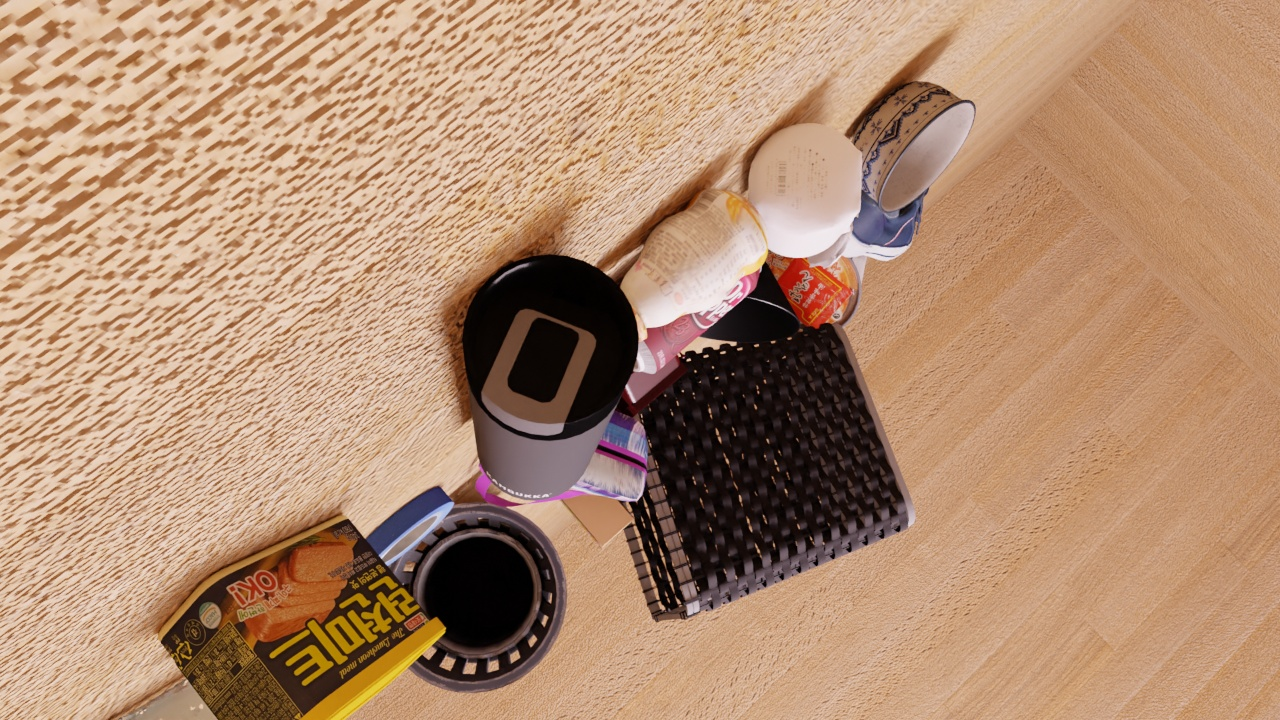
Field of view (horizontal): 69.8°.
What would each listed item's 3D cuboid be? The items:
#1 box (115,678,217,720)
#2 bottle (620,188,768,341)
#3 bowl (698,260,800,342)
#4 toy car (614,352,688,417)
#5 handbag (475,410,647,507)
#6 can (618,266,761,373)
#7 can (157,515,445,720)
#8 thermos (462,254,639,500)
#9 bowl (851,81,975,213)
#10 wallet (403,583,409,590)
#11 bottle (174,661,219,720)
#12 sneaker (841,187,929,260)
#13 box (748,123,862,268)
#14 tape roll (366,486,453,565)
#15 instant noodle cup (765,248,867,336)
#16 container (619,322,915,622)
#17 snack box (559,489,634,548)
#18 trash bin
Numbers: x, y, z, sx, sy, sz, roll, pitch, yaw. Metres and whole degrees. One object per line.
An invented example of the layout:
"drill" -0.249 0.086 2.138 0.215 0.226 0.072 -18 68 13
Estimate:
"box" -0.304 0.288 0.579 0.043 0.136 0.196 -52 169 26
"bottle" 0.028 -0.058 0.578 0.108 0.063 0.063 -41 173 -13
"bowl" 0.070 -0.058 0.747 0.124 0.124 0.052 108 -9 -75
"toy car" -0.005 0.005 0.750 0.070 0.062 0.170 -40 177 -17
"handbag" -0.081 0.091 0.773 0.170 0.144 0.068 -25 -131 47
"can" 0.026 -0.046 0.642 0.114 0.063 0.063 -40 172 -15
"can" -0.197 0.163 0.546 0.073 0.101 0.130 -45 172 20
"thermos" -0.058 0.024 0.537 0.082 0.082 0.241 -40 172 -17
"bowl" 0.230 -0.194 0.807 0.115 0.059 0.116 -35 155 -19
"wallet" -0.311 0.303 1.059 0.119 0.031 0.100 -35 168 -26
"bottle" -0.250 0.219 0.573 0.025 0.106 0.025 -41 173 -7
"sneaker" 0.276 -0.185 0.988 0.127 0.120 0.293 -31 175 26
"box" 0.122 -0.112 0.668 0.092 0.081 0.161 -1 177 4
"tape roll" -0.196 0.142 0.757 0.091 0.016 0.093 -37 171 -30
"instant noodle cup" 0.198 -0.106 1.026 0.124 0.123 0.121 -48 180 38
"container" 0.106 0.118 0.980 0.243 0.245 0.248 -16 166 -12
"snack box" -0.064 0.120 0.886 0.040 0.126 0.088 -41 173 -10
"trash bin" -0.159 0.229 0.930 0.164 0.164 0.228 -41 176 -10
